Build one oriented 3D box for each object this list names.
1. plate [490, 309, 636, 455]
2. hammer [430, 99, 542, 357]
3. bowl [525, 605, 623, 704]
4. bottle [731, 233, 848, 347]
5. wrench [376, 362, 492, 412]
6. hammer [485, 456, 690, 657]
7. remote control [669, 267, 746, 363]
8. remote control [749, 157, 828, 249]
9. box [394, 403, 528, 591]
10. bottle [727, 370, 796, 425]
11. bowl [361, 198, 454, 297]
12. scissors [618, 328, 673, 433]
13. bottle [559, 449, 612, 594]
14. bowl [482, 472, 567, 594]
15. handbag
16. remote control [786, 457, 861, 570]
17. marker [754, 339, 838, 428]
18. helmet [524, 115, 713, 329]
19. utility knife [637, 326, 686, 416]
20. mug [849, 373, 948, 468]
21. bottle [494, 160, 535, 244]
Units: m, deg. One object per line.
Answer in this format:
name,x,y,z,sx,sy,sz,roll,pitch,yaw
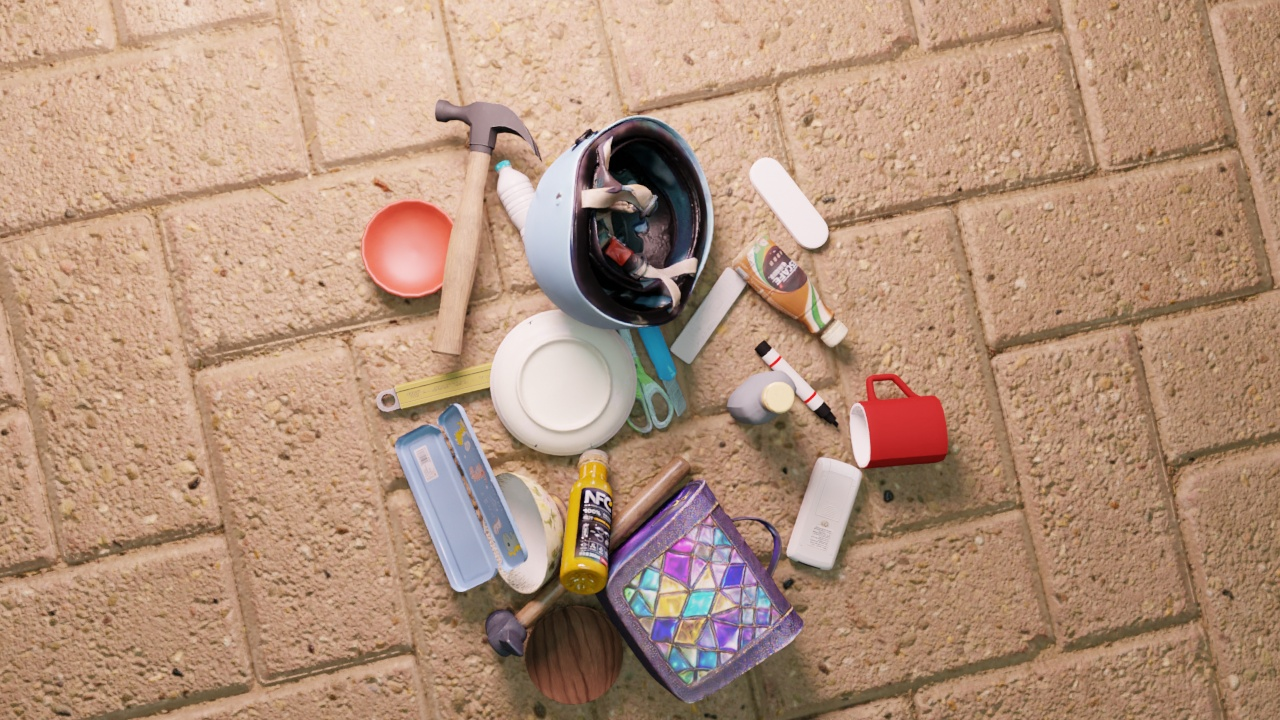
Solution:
plate,-0.094,0.028,1.126,0.182,0.034,0.182,0,93,-5
hammer,-0.204,-0.156,1.105,0.132,0.040,0.305,10,89,6
bowl,-0.082,0.360,1.133,0.119,0.032,0.119,0,88,-3
bottle,0.191,-0.084,1.152,0.167,0.059,0.059,44,86,-1
wrench,-0.194,0.024,1.146,0.273,0.018,0.083,-15,90,-4
hammer,-0.057,0.232,1.113,0.321,0.129,0.040,-43,97,-14
remote control,0.086,-0.057,1.166,0.033,0.012,0.131,36,86,-16
remote control,0.191,-0.202,1.179,0.043,0.013,0.136,-38,90,-4
box,-0.212,0.165,1.105,0.127,0.039,0.209,-30,79,24
bottle,0.149,0.044,1.094,0.072,0.161,0.046,-41,91,-4
bowl,-0.281,-0.137,1.138,0.122,0.035,0.122,0,88,-3
scissors,-0.008,0.007,1.160,0.065,0.033,0.174,-17,85,-1
bottle,-0.060,0.183,1.077,0.053,0.185,0.053,1,131,1
bowl,-0.128,0.201,1.106,0.063,0.145,0.145,-9,88,-40
handbag,0.075,0.267,1.097,0.221,0.126,0.205,-35,90,-14
remote control,0.233,0.194,1.161,0.060,0.025,0.138,18,89,-3
marker,0.202,0.032,1.168,0.019,0.019,0.145,-44,91,-4
helmet,-0.032,-0.160,1.076,0.225,0.167,0.264,54,55,-30
utility knife,0.015,-0.022,1.161,0.031,0.015,0.198,-22,85,-10
mug,0.319,0.073,1.145,0.096,0.080,0.116,-5,81,-4
bottle,-0.142,-0.185,1.144,0.044,0.044,0.136,-27,90,-4
